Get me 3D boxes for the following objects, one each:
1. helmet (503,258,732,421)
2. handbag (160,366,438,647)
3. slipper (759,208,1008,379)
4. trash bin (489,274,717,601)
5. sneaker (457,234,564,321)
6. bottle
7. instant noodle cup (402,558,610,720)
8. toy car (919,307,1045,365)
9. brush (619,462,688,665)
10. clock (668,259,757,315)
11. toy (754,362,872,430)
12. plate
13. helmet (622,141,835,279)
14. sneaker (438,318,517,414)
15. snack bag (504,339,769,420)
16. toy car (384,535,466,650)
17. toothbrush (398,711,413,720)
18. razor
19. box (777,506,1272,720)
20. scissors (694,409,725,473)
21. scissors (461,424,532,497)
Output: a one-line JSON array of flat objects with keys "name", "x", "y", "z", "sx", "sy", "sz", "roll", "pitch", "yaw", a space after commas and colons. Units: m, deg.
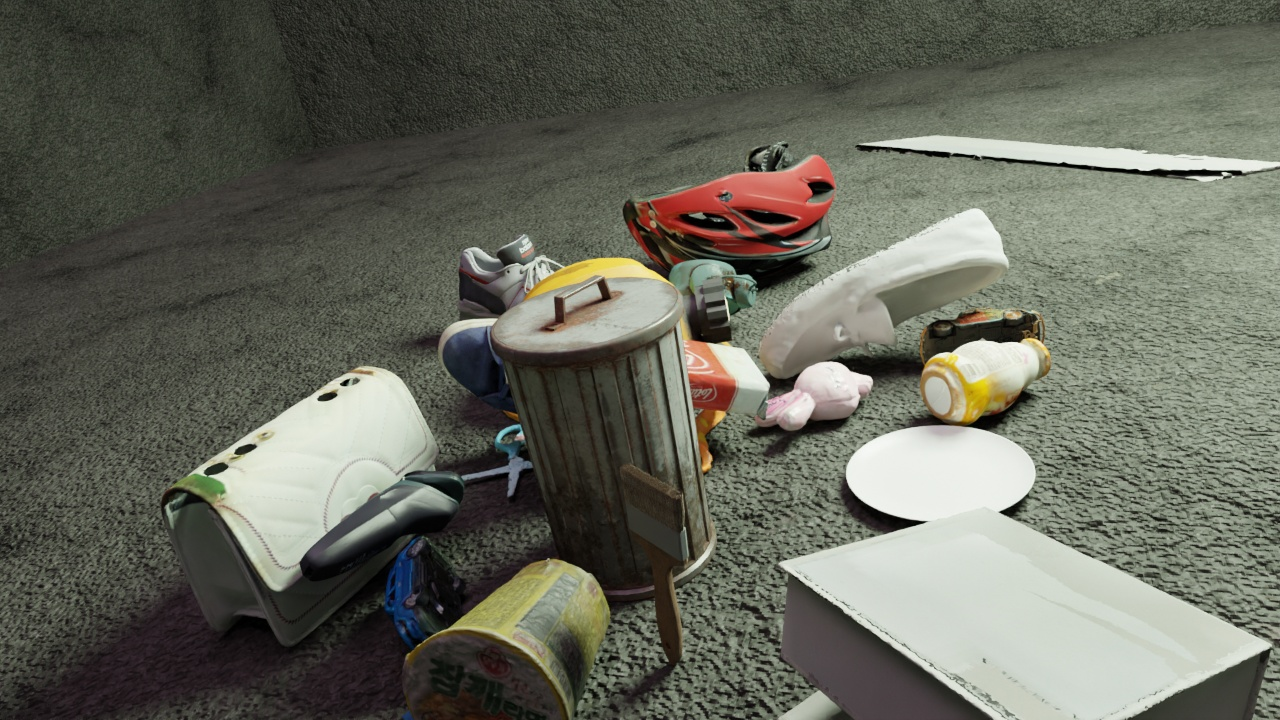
[{"name": "helmet", "x": -0.037, "y": -0.037, "z": 0.947, "sx": 0.255, "sy": 0.131, "sz": 0.205, "roll": -10, "pitch": 24, "yaw": 6}, {"name": "handbag", "x": -0.249, "y": 0.105, "z": 0.709, "sx": 0.096, "sy": 0.142, "sz": 0.197, "roll": 4, "pitch": 29, "yaw": 27}, {"name": "slipper", "x": 0.227, "y": -0.051, "z": 0.870, "sx": 0.247, "sy": 0.112, "sz": 0.074, "roll": -28, "pitch": 47, "yaw": 12}, {"name": "trash bin", "x": -0.021, "y": 0.046, "z": 0.645, "sx": 0.131, "sy": 0.211, "sz": 0.130, "roll": -9, "pitch": 23, "yaw": 4}, {"name": "sneaker", "x": -0.128, "y": -0.090, "z": 1.113, "sx": 0.240, "sy": 0.124, "sz": 0.088, "roll": -1, "pitch": 25, "yaw": 22}, {"name": "bottle", "x": 0.291, "y": 0.013, "z": 0.770, "sx": 0.108, "sy": 0.063, "sz": 0.063, "roll": -18, "pitch": 24, "yaw": -19}, {"name": "instant noodle cup", "x": -0.069, "y": 0.173, "z": 0.540, "sx": 0.102, "sy": 0.102, "sz": 0.108, "roll": -2, "pitch": 16, "yaw": 20}, {"name": "toy car", "x": 0.316, "y": -0.025, "z": 0.860, "sx": 0.112, "sy": 0.047, "sz": 0.047, "roll": -8, "pitch": 26, "yaw": 7}, {"name": "brush", "x": 0.012, "y": 0.126, "z": 0.535, "sx": 0.008, "sy": 0.143, "sz": 0.045, "roll": -29, "pitch": 38, "yaw": -33}, {"name": "clock", "x": 0.078, "y": -0.081, "z": 1.032, "sx": 0.090, "sy": 0.053, "sz": 0.124, "roll": 11, "pitch": -18, "yaw": -33}, {"name": "toy", "x": 0.154, "y": 0.031, "z": 0.809, "sx": 0.109, "sy": 0.047, "sz": 0.064, "roll": -26, "pitch": 19, "yaw": -23}, {"name": "plate", "x": 0.225, "y": 0.087, "z": 0.693, "sx": 0.134, "sy": 0.011, "sz": 0.134, "roll": -10, "pitch": 23, "yaw": 4}, {"name": "helmet", "x": 0.113, "y": -0.182, "z": 1.156, "sx": 0.271, "sy": 0.167, "sz": 0.217, "roll": -10, "pitch": 8, "yaw": -12}, {"name": "sneaker", "x": -0.076, "y": 0.043, "z": 0.795, "sx": 0.233, "sy": 0.092, "sz": 0.118, "roll": 15, "pitch": 29, "yaw": -4}, {"name": "snack bag", "x": -0.005, "y": 0.004, "z": 0.765, "sx": 0.225, "sy": 0.041, "sz": 0.077, "roll": 7, "pitch": 26, "yaw": -19}, {"name": "toy car", "x": -0.148, "y": 0.168, "z": 0.632, "sx": 0.043, "sy": 0.056, "sz": 0.120, "roll": -37, "pitch": 21, "yaw": -3}, {"name": "toothbrush", "x": -0.129, "y": 0.212, "z": 0.567, "sx": 0.167, "sy": 0.014, "sz": 0.014, "roll": -27, "pitch": 39, "yaw": -32}, {"name": "razor", "x": -0.188, "y": 0.122, "z": 0.675, "sx": 0.052, "sy": 0.047, "sz": 0.142, "roll": 44, "pitch": 35, "yaw": 9}, {"name": "box", "x": 0.206, "y": 0.282, "z": 0.518, "sx": 0.171, "sy": 0.404, "sz": 0.169, "roll": -22, "pitch": 25, "yaw": -24}, {"name": "scissors", "x": 0.049, "y": 0.052, "z": 0.801, "sx": 0.013, "sy": 0.070, "sz": 0.130, "roll": -32, "pitch": 5, "yaw": 26}, {"name": "scissors", "x": -0.097, "y": 0.088, "z": 0.841, "sx": 0.135, "sy": 0.015, "sz": 0.135, "roll": -10, "pitch": 27, "yaw": 3}]
